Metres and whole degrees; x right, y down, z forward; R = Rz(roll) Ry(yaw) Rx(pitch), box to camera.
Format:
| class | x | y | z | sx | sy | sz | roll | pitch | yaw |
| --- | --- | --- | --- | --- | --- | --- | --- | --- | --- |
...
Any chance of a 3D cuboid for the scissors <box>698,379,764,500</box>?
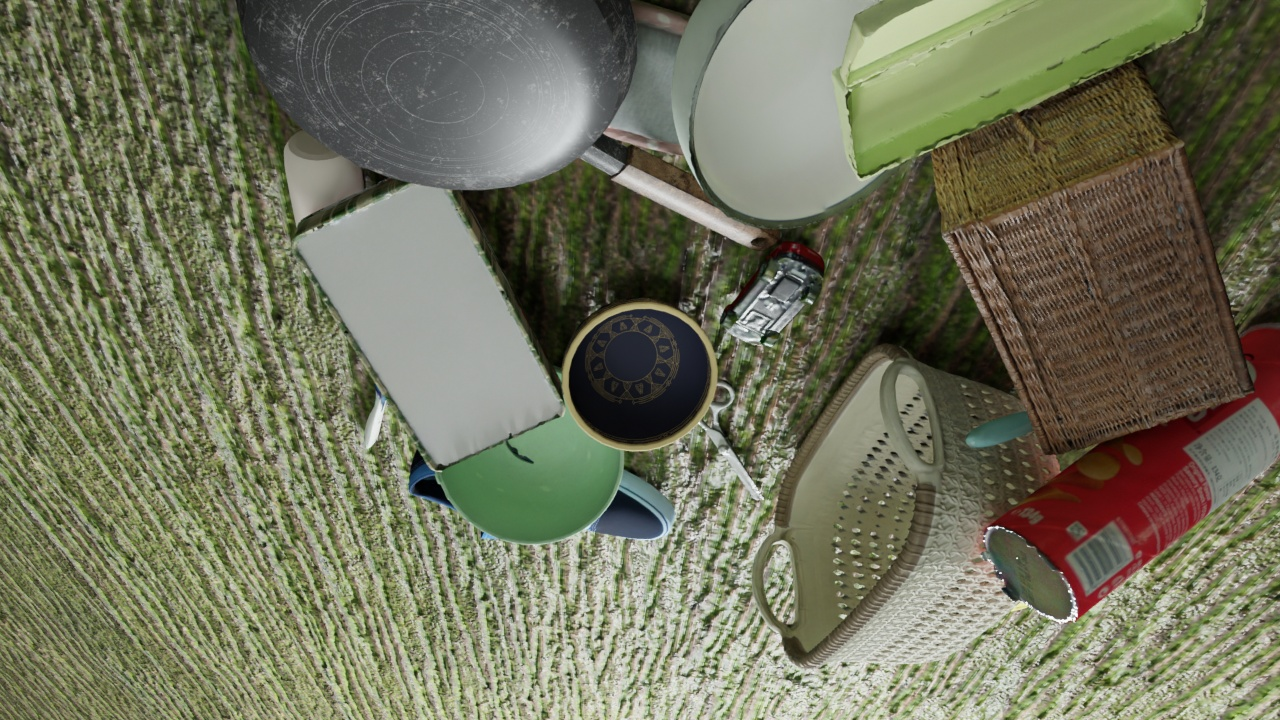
| class | x | y | z | sx | sy | sz | roll | pitch | yaw |
| --- | --- | --- | --- | --- | --- | --- | --- | --- | --- |
| scissors | 0.056 | 0.064 | 0.769 | 0.095 | 0.014 | 0.171 | 1 | 131 | 13 |

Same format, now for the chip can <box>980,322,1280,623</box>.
| class | x | y | z | sx | sy | sz | roll | pitch | yaw |
| --- | --- | --- | --- | --- | --- | --- | --- | --- | --- |
| chip can | 0.313 | 0.065 | 0.548 | 0.232 | 0.073 | 0.073 | -31 | 132 | -14 |

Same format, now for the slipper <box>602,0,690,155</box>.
| class | x | y | z | sx | sy | sz | roll | pitch | yaw |
| --- | --- | --- | --- | --- | --- | --- | --- | --- | --- |
| slipper | -0.066 | -0.172 | 0.538 | 0.274 | 0.054 | 0.114 | 11 | 136 | 4 |

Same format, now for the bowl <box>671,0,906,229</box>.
| class | x | y | z | sx | sy | sz | roll | pitch | yaw |
| --- | --- | --- | --- | --- | --- | --- | --- | --- | --- |
| bowl | 0.080 | -0.151 | 0.477 | 0.153 | 0.073 | 0.154 | -17 | 136 | -17 |

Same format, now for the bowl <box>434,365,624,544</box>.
| class | x | y | z | sx | sy | sz | roll | pitch | yaw |
| --- | --- | --- | --- | --- | --- | --- | --- | --- | --- |
| bowl | -0.088 | 0.068 | 0.753 | 0.151 | 0.077 | 0.151 | 0 | 103 | 0 |

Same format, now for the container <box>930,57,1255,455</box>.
| class | x | y | z | sx | sy | sz | roll | pitch | yaw |
| --- | --- | --- | --- | --- | --- | --- | --- | --- | --- |
| container | 0.250 | -0.057 | 0.516 | 0.113 | 0.113 | 0.198 | -20 | 127 | 28 |

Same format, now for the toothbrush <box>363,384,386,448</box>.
| class | x | y | z | sx | sy | sz | roll | pitch | yaw |
| --- | --- | --- | --- | --- | --- | --- | --- | --- | --- |
| toothbrush | -0.233 | 0.024 | 0.815 | 0.017 | 0.016 | 0.190 | 29 | 136 | 2 |

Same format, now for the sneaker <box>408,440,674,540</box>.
| class | x | y | z | sx | sy | sz | roll | pitch | yaw |
| --- | --- | --- | --- | --- | --- | --- | --- | --- | --- |
| sneaker | -0.092 | 0.135 | 0.823 | 0.241 | 0.098 | 0.084 | 19 | 137 | -3 |

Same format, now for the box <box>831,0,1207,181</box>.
| class | x | y | z | sx | sy | sz | roll | pitch | yaw |
| --- | --- | --- | --- | --- | --- | --- | --- | --- | --- |
| box | 0.178 | -0.159 | 0.414 | 0.188 | 0.044 | 0.141 | -24 | 163 | 6 |

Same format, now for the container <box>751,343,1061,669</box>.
| class | x | y | z | sx | sy | sz | roll | pitch | yaw |
| --- | --- | --- | --- | --- | --- | --- | --- | --- | --- |
| container | 0.189 | 0.117 | 0.671 | 0.143 | 0.184 | 0.247 | 11 | 139 | -9 |

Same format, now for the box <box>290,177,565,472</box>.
| class | x | y | z | sx | sy | sz | roll | pitch | yaw |
| --- | --- | --- | --- | --- | --- | --- | --- | --- | --- |
| box | -0.141 | -0.027 | 0.643 | 0.117 | 0.049 | 0.205 | -26 | 118 | 1 |

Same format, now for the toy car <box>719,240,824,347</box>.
| class | x | y | z | sx | sy | sz | roll | pitch | yaw |
| --- | --- | --- | --- | --- | --- | --- | --- | --- | --- |
| toy car | 0.090 | -0.045 | 0.632 | 0.042 | 0.036 | 0.091 | 25 | 135 | -9 |

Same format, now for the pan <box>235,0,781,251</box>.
| class | x | y | z | sx | sy | sz | roll | pitch | yaw |
| --- | --- | --- | --- | --- | --- | --- | --- | --- | --- |
| pan | -0.044 | -0.128 | 0.512 | 0.356 | 0.040 | 0.208 | 23 | 144 | -33 |

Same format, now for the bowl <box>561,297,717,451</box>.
| class | x | y | z | sx | sy | sz | roll | pitch | yaw |
| --- | --- | --- | --- | --- | --- | --- | --- | --- | --- |
| bowl | -0.004 | 0.004 | 0.683 | 0.112 | 0.061 | 0.112 | -3 | 108 | -8 |

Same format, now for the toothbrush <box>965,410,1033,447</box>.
| class | x | y | z | sx | sy | sz | roll | pitch | yaw |
| --- | --- | --- | --- | --- | --- | --- | --- | --- | --- |
| toothbrush | 0.285 | 0.029 | 0.596 | 0.180 | 0.016 | 0.017 | -14 | 148 | -18 |

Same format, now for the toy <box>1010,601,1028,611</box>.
| class | x | y | z | sx | sy | sz | roll | pitch | yaw |
| --- | --- | --- | --- | --- | --- | --- | --- | --- | --- |
| toy | 0.317 | 0.173 | 0.768 | 0.154 | 0.064 | 0.171 | 20 | 144 | -22 |

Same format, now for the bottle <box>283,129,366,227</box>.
| class | x | y | z | sx | sy | sz | roll | pitch | yaw |
| --- | --- | --- | --- | --- | --- | --- | --- | --- | --- |
| bottle | -0.221 | -0.096 | 0.663 | 0.051 | 0.051 | 0.146 | 13 | 136 | 4 |
